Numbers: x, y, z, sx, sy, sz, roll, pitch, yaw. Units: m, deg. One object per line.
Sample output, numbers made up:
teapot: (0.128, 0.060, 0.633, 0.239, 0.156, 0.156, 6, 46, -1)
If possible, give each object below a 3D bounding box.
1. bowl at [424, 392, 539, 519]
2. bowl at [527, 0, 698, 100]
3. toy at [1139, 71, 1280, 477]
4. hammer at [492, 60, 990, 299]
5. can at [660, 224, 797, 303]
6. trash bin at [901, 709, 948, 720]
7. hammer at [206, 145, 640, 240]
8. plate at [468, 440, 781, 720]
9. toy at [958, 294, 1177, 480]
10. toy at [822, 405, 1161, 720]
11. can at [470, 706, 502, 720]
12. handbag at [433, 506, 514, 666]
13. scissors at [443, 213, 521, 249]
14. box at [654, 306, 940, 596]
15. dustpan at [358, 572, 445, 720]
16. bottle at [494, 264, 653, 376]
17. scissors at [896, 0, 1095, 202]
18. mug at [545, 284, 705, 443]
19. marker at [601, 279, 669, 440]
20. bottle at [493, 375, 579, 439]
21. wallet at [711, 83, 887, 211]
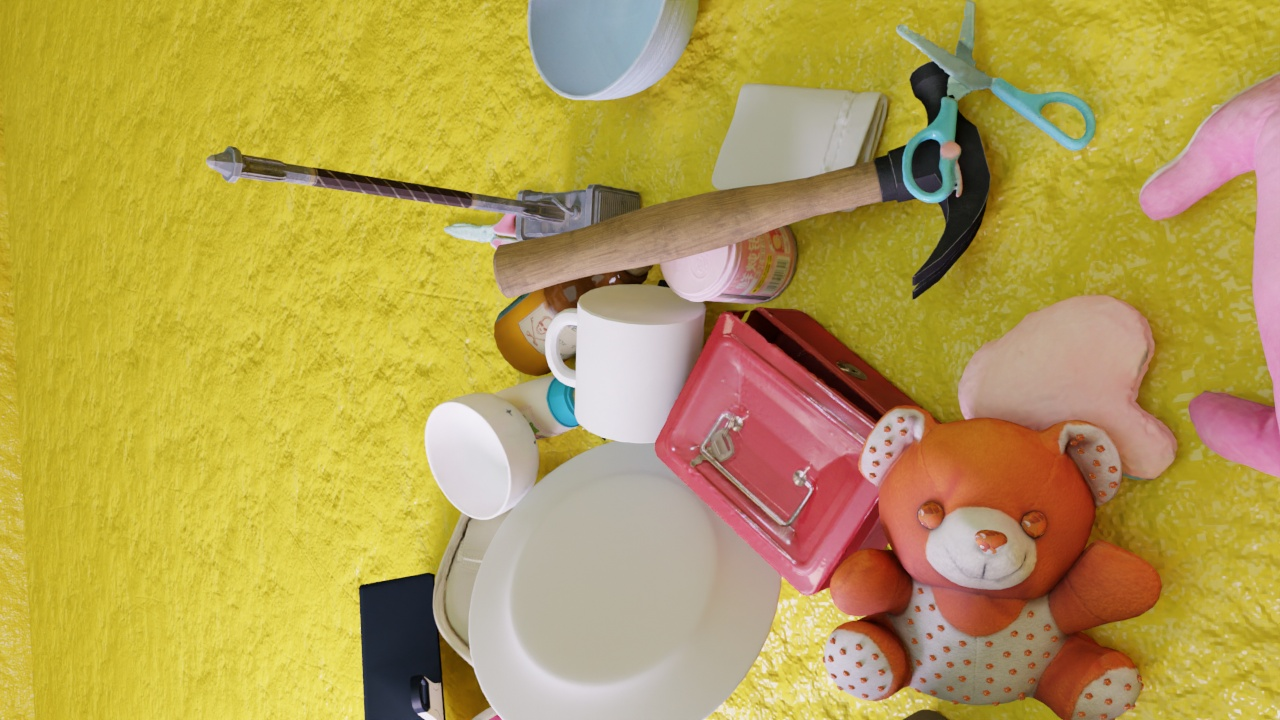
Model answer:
bowl: (-0.126, 0.075, 0.766, 0.105, 0.054, 0.105, 16, 116, 37)
bowl: (-0.011, -0.268, 0.701, 0.151, 0.074, 0.150, 0, 90, 43)
toy: (0.304, -0.010, 0.372, 0.187, 0.127, 0.265, -25, 68, 45)
hammer: (0.053, -0.084, 0.569, 0.306, 0.040, 0.132, -12, 73, 13)
can: (0.060, -0.073, 0.634, 0.067, 0.076, 0.067, 0, 90, 43)
trash bin: (0.108, 0.330, 0.517, 0.097, 0.191, 0.220, 38, 114, 37)
hammer: (-0.144, -0.118, 0.659, 0.099, 0.321, 0.044, 6, 94, 43)
plate: (-0.019, 0.154, 0.652, 0.243, 0.016, 0.242, -15, 49, 18)
toy: (0.231, 0.023, 0.494, 0.109, 0.053, 0.105, -35, 78, 38)
toy: (0.181, 0.111, 0.486, 0.164, 0.092, 0.172, 2, 110, 18)
can: (-0.090, 0.376, 0.772, 0.166, 0.088, 0.088, 52, 123, 30)
handbag: (-0.062, 0.195, 0.764, 0.230, 0.132, 0.183, -4, 63, 40)
scissors: (-0.139, -0.116, 0.866, 0.174, 0.017, 0.076, 12, 100, 42)
box: (0.097, 0.056, 0.594, 0.158, 0.086, 0.129, 44, 118, 33)
dustpan: (-0.190, 0.311, 0.799, 0.080, 0.273, 0.236, -11, 63, 0)
bottle: (-0.050, -0.049, 0.745, 0.157, 0.067, 0.067, -34, 68, 38)
scissors: (0.200, -0.149, 0.520, 0.126, 0.015, 0.136, 7, 78, 16)
mug: (-0.015, -0.002, 0.675, 0.121, 0.090, 0.090, 11, 113, 19)
marker: (-0.004, 0.004, 0.735, 0.019, 0.019, 0.146, 40, 117, 36)
bottle: (-0.079, 0.039, 0.784, 0.147, 0.051, 0.051, -16, 79, 42)
wallet: (0.108, -0.144, 0.623, 0.116, 0.032, 0.086, 24, 96, 43)
